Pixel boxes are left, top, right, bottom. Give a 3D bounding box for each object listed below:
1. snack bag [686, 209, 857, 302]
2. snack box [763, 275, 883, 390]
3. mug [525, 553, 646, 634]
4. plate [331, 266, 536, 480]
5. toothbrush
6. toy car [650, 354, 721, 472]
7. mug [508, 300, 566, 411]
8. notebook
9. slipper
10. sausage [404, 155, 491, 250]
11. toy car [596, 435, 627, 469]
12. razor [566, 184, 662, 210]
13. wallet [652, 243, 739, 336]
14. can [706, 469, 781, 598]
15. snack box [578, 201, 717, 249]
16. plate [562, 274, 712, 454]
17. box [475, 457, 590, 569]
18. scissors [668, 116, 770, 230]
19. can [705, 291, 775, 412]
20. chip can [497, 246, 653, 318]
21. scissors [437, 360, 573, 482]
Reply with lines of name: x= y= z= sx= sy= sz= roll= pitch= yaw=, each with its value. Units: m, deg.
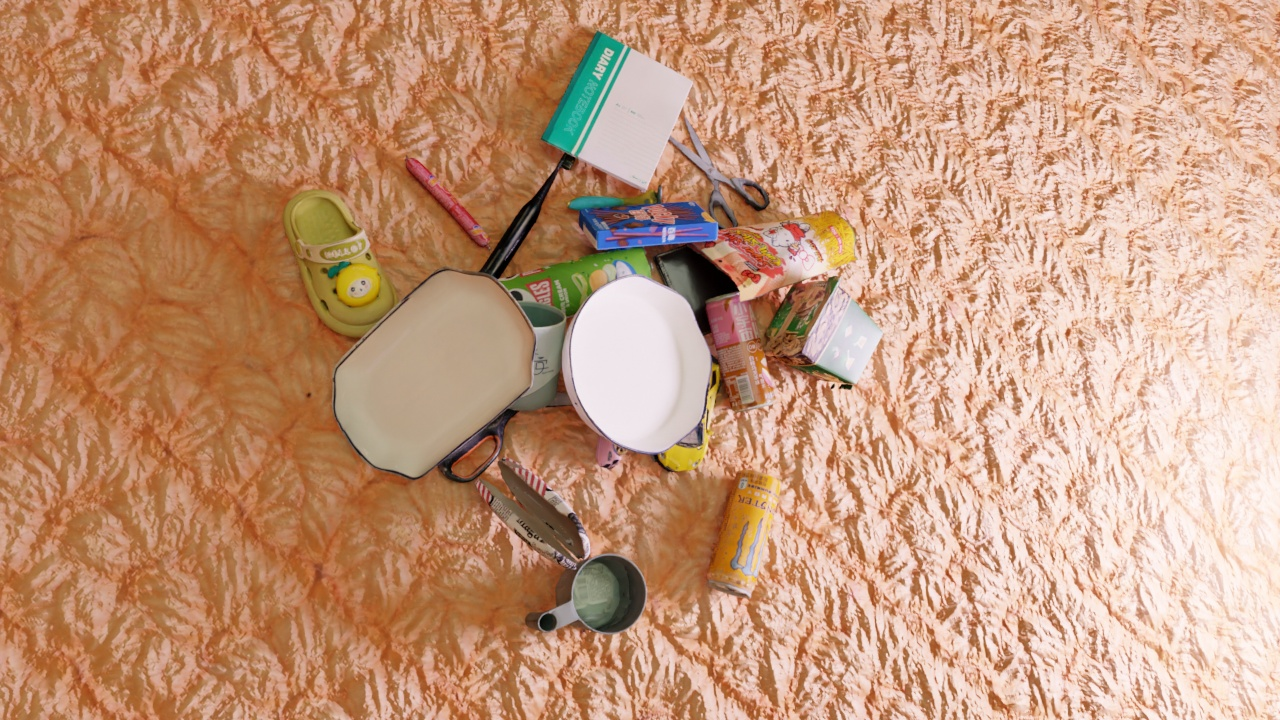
snack bag: x=0.175 y=-0.142 z=1.188 sx=0.207 sy=0.073 sz=0.128 roll=-16 pitch=51 yaw=-30
snack box: x=0.238 y=-0.031 z=1.177 sx=0.105 sy=0.118 sz=0.117 roll=32 pitch=82 yaw=-18
mug: x=-0.065 y=0.265 z=1.009 sx=0.123 sy=0.104 sz=0.083 roll=-20 pitch=82 yaw=-20
plate: x=-0.221 y=0.014 z=0.992 sx=0.266 sy=0.034 sz=0.162 roll=-39 pitch=87 yaw=20
toothbrush: x=-0.139 y=-0.180 z=1.145 sx=0.027 sy=0.026 sz=0.212 roll=28 pitch=69 yaw=5
toy car: x=0.059 y=0.063 z=1.134 sx=0.071 sy=0.041 sz=0.155 roll=17 pitch=73 yaw=-12
mug: x=-0.143 y=-0.004 z=1.028 sx=0.111 sy=0.082 sz=0.106 roll=-1 pitch=116 yaw=-22
notebook: x=-0.027 y=-0.331 z=1.211 sx=0.150 sy=0.012 sz=0.208 roll=25 pitch=61 yaw=-8
slipper: x=-0.345 y=-0.117 z=1.038 sx=0.091 sy=0.082 sz=0.190 roll=-27 pitch=82 yaw=-19
sausage: x=-0.235 y=-0.193 z=1.123 sx=0.156 sy=0.020 sz=0.020 roll=47 pitch=68 yaw=-1
toy car: x=-0.030 y=0.069 z=1.097 sx=0.037 sy=0.056 sz=0.122 roll=19 pitch=71 yaw=-15
razor: x=-0.033 y=-0.203 z=1.182 sx=0.132 sy=0.028 sz=0.043 roll=-6 pitch=111 yaw=-21
wallet: x=0.082 y=-0.096 z=1.195 sx=0.096 sy=0.020 sz=0.122 roll=-22 pitch=84 yaw=-16
can: x=0.125 y=0.208 z=1.106 sx=0.058 sy=0.058 sz=0.145 roll=22 pitch=70 yaw=-10
snack box: x=0.009 y=-0.170 z=1.147 sx=0.157 sy=0.084 sz=0.026 roll=-7 pitch=120 yaw=-16
plate: x=-0.006 y=0.006 z=1.052 sx=0.204 sy=0.046 sz=0.204 roll=7 pitch=79 yaw=-39
box: x=-0.124 y=0.176 z=1.001 sx=0.079 sy=0.074 sz=0.163 roll=-37 pitch=49 yaw=-25
scissors: x=0.101 y=-0.250 z=1.244 sx=0.159 sy=0.014 sz=0.171 roll=10 pitch=72 yaw=-14
can: x=0.125 y=-0.011 z=1.155 sx=0.057 sy=0.058 sz=0.147 roll=-13 pitch=88 yaw=-20
chip can: x=-0.101 y=-0.082 z=1.107 sx=0.235 sy=0.072 sz=0.072 roll=-17 pitch=81 yaw=-21
scissors: x=-0.166 y=0.045 z=1.080 sx=0.223 sy=0.022 sz=0.220 roll=32 pitch=69 yaw=-6
